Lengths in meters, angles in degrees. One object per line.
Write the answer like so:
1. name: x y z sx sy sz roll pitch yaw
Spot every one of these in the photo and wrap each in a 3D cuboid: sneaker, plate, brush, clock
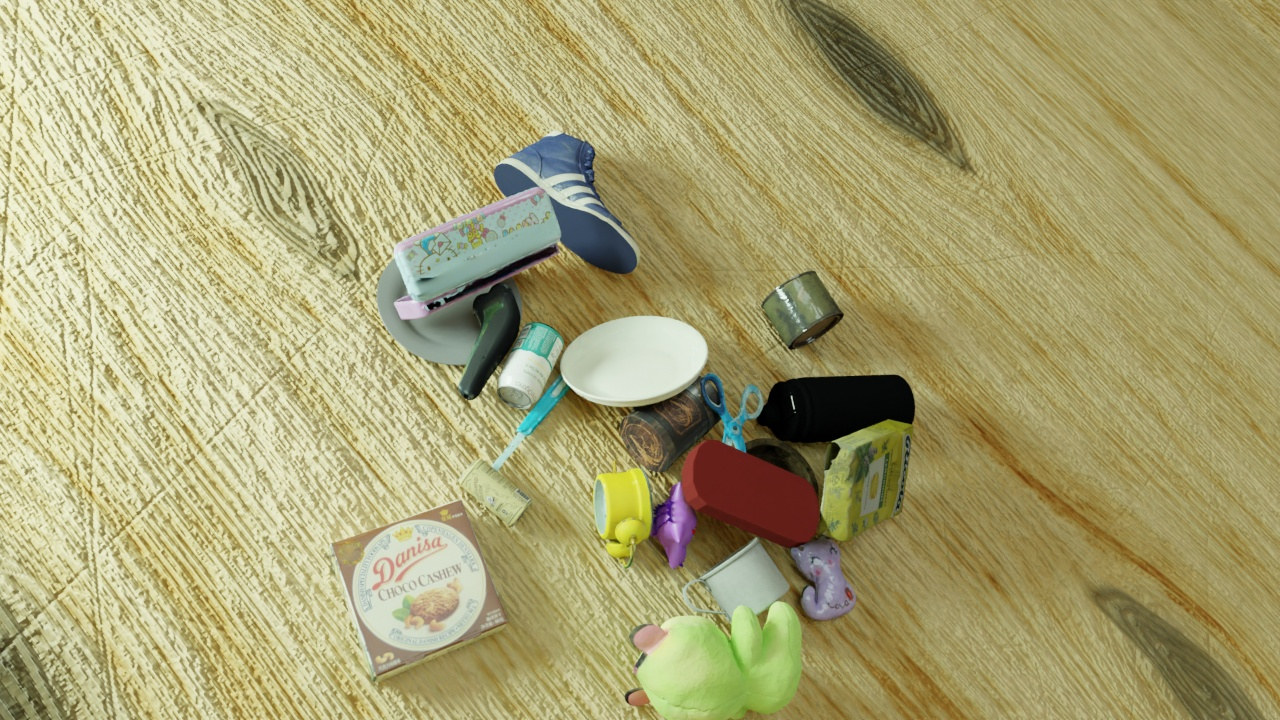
1. sneaker: -0.071 -0.222 1.247 0.233 0.092 0.118 33 53 9
2. plate: -0.236 -0.071 1.141 0.178 0.012 0.178 9 60 -16
3. brush: 0.123 0.156 1.053 0.173 0.042 0.082 25 55 -18
4. plate: -0.007 0.007 1.133 0.182 0.034 0.182 -6 34 4
5. clock: -0.017 0.177 1.047 0.057 0.083 0.118 -2 61 -16

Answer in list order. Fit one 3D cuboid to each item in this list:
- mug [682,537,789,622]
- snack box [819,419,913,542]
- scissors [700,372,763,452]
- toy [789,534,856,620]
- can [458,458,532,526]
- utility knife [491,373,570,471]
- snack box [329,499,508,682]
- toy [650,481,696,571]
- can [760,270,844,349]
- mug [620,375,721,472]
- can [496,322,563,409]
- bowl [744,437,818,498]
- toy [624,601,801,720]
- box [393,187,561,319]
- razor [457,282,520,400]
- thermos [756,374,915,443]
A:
1. mug: 0.108 0.261 1.052 0.113 0.084 0.070 -31 79 -17
2. snack box: 0.279 0.145 1.122 0.180 0.045 0.121 -8 106 -53
3. scissors: 0.104 0.074 1.110 0.118 0.013 0.139 34 57 -21
4. toy: 0.219 0.265 1.116 0.080 0.037 0.099 -12 69 -27
5. can: -0.163 0.148 1.033 0.079 0.038 0.038 39 56 3
6. utility knife: -0.132 0.072 1.099 0.022 0.015 0.166 38 55 2
7. snack box: -0.231 0.236 0.956 0.143 0.041 0.147 -16 70 -27
8. toy: 0.037 0.188 1.059 0.056 0.088 0.105 8 60 -9
9. can: 0.224 -0.068 1.269 0.089 0.090 0.074 -22 72 -29
10. mug: 0.028 0.063 1.132 0.116 0.080 0.107 42 54 17
11. can: -0.134 0.005 1.112 0.055 0.055 0.101 26 57 -6
12. bowl: 0.153 0.163 1.135 0.121 0.056 0.121 9 60 -16
13. toy: 0.085 0.329 0.970 0.196 0.150 0.107 -9 36 -25
14. box: -0.204 -0.132 1.105 0.213 0.090 0.091 -30 108 -31
15. razor: -0.187 -0.023 1.100 0.067 0.054 0.151 18 64 6
16. thermos: 0.253 0.064 1.210 0.198 0.086 0.086 -1 63 -22
